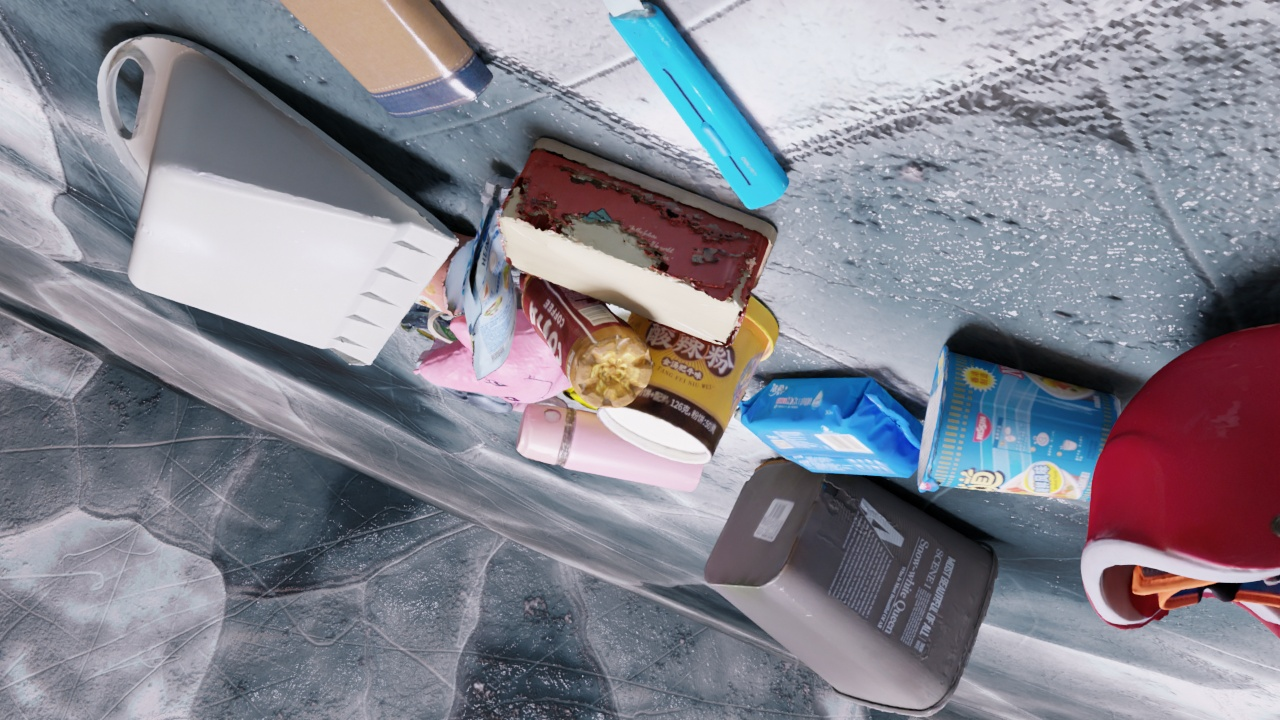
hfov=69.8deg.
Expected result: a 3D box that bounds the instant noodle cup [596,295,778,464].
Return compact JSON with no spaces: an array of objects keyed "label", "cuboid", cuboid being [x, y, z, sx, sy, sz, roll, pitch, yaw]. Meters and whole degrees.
[{"label":"instant noodle cup","cuboid":[0.030,0.008,0.696,0.118,0.114,0.119,22,160,8]}]

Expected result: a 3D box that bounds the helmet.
[{"label":"helmet","cuboid":[0.344,0.059,0.442,0.240,0.143,0.207,3,156,13]}]

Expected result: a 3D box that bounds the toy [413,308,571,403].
[{"label":"toy","cuboid":[-0.127,0.001,0.883,0.178,0.074,0.195,-5,159,-3]}]

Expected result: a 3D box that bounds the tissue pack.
[{"label":"tissue pack","cuboid":[0.159,0.053,0.760,0.095,0.052,0.157,37,156,-29]}]

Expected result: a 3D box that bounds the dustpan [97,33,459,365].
[{"label":"dustpan","cuboid":[-0.302,-0.132,0.730,0.257,0.142,0.223,15,146,-29]}]

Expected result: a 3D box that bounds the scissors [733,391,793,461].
[{"label":"scissors","cuboid":[0.095,0.061,0.906,0.179,0.019,0.171,28,159,-8]}]

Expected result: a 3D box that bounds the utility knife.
[{"label":"utility knife","cuboid":[0.024,-0.138,0.468,0.034,0.018,0.179,5,152,44]}]

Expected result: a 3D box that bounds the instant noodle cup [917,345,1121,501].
[{"label":"instant noodle cup","cuboid":[0.246,0.048,0.600,0.110,0.099,0.099,10,158,13]}]

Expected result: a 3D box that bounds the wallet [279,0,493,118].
[{"label":"wallet","cuboid":[-0.149,-0.188,0.516,0.090,0.033,0.115,3,151,40]}]

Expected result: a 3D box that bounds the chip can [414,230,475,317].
[{"label":"chip can","cuboid":[-0.241,-0.101,0.787,0.215,0.071,0.071,18,160,14]}]

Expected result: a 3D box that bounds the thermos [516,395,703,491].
[{"label":"thermos","cuboid":[-0.033,0.086,1.002,0.198,0.087,0.067,12,130,-8]}]

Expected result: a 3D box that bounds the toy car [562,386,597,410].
[{"label":"toy car","cuboid":[-0.044,0.033,0.969,0.105,0.032,0.048,-1,149,47]}]

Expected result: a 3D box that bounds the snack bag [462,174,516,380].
[{"label":"snack bag","cuboid":[-0.114,-0.057,0.700,0.039,0.110,0.191,17,161,-1]}]

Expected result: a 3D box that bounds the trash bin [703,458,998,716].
[{"label":"trash bin","cuboid":[0.210,0.221,0.954,0.219,0.198,0.199,37,156,-16]}]

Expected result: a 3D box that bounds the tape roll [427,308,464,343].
[{"label":"tape roll","cuboid":[-0.168,-0.036,0.912,0.086,0.013,0.086,2,155,1]}]

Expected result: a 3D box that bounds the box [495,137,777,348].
[{"label":"box","cuboid":[-0.007,-0.068,0.597,0.168,0.077,0.091,21,161,5]}]

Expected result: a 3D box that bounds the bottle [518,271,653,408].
[{"label":"bottle","cuboid":[-0.048,-0.029,0.677,0.057,0.057,0.175,37,-172,-35]}]

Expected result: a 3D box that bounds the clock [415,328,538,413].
[{"label":"clock","cuboid":[-0.175,0.016,1.034,0.117,0.059,0.158,6,152,38]}]

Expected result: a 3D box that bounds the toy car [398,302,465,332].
[{"label":"toy car","cuboid":[-0.219,-0.050,0.948,0.091,0.034,0.043,4,153,11]}]
